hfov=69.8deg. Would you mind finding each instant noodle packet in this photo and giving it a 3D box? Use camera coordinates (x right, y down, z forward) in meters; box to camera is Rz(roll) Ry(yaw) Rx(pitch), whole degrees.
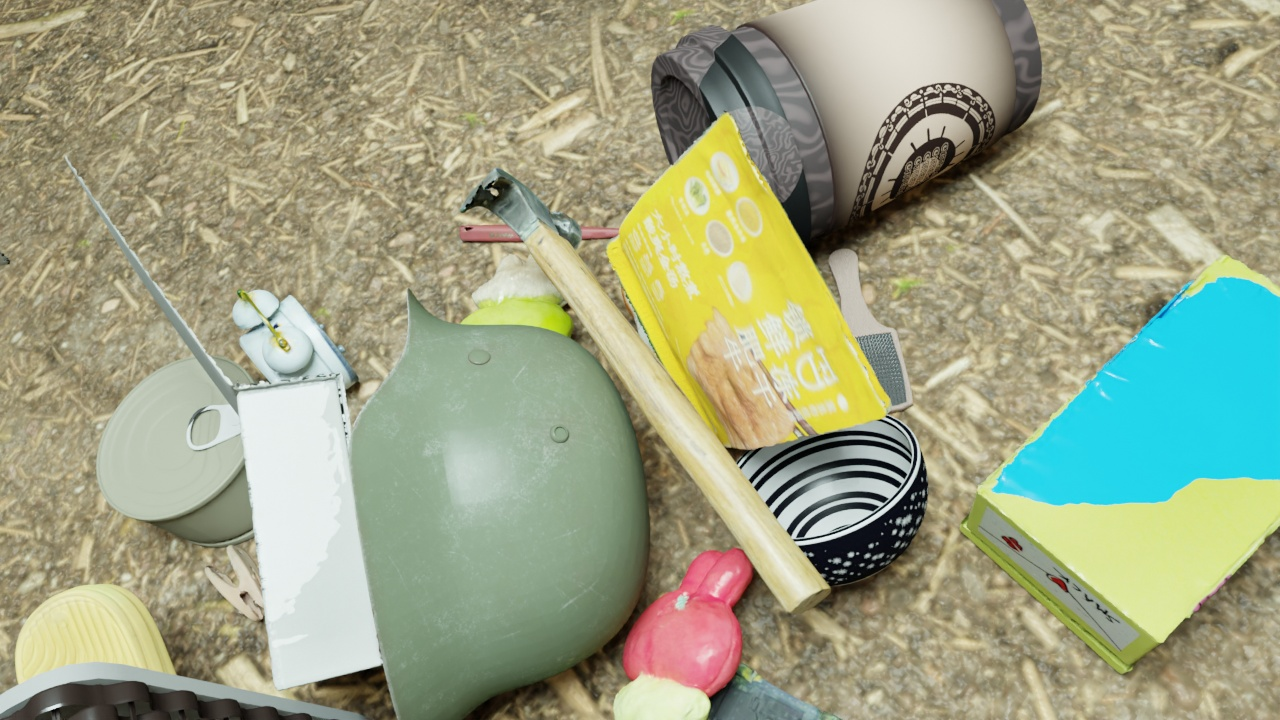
[{"bbox_3d":[0.062,-0.036,0.525,0.084,0.222,0.163,-26,89,-10],"label":"instant noodle packet"}]

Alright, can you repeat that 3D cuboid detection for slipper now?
[{"bbox_3d":[-0.293,0.259,0.567,0.099,0.078,0.263,-31,80,-2],"label":"slipper"}]

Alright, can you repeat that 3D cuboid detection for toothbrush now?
[{"bbox_3d":[-0.059,-0.106,0.741,0.190,0.016,0.016,2,64,16],"label":"toothbrush"}]

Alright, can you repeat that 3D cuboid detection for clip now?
[{"bbox_3d":[-0.279,0.155,0.656,0.061,0.025,0.045,34,76,20],"label":"clip"}]

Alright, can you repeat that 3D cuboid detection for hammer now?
[{"bbox_3d":[-0.003,0.003,0.532,0.033,0.132,0.330,-41,62,9],"label":"hammer"}]

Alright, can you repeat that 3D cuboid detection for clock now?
[{"bbox_3d":[-0.261,-0.011,0.686,0.057,0.118,0.083,-40,60,-16],"label":"clock"}]

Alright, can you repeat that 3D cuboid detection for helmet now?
[{"bbox_3d":[-0.075,0.077,0.550,0.153,0.227,0.267,-10,69,-10],"label":"helmet"}]

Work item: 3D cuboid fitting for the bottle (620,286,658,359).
[{"bbox_3d":[0.018,-0.049,0.663,0.063,0.063,0.109,-8,70,10],"label":"bottle"}]

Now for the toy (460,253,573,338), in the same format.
[{"bbox_3d":[-0.094,-0.034,0.697,0.092,0.043,0.117,-6,58,14],"label":"toy"}]

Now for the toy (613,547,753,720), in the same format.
[{"bbox_3d":[0.026,0.168,0.540,0.092,0.045,0.134,-21,32,50],"label":"toy"}]

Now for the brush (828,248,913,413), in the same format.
[{"bbox_3d":[0.152,-0.025,0.641,0.050,0.015,0.135,-10,60,9],"label":"brush"}]

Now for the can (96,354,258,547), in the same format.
[{"bbox_3d":[-0.322,0.069,0.683,0.128,0.073,0.127,-6,61,11],"label":"can"}]

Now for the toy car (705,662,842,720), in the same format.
[{"bbox_3d":[0.077,0.212,0.523,0.105,0.033,0.048,19,69,38],"label":"toy car"}]

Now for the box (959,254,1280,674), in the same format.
[{"bbox_3d":[0.307,0.054,0.525,0.220,0.079,0.124,-41,61,-12],"label":"box"}]

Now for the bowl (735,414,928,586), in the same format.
[{"bbox_3d":[0.116,0.092,0.551,0.120,0.066,0.120,-21,26,10],"label":"bowl"}]

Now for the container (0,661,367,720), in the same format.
[{"bbox_3d":[-0.215,0.300,0.366,0.247,0.246,0.243,-32,58,1],"label":"container"}]

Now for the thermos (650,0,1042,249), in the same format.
[{"bbox_3d":[0.143,-0.178,0.645,0.226,0.173,0.172,-24,59,-7],"label":"thermos"}]

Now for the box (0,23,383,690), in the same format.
[{"bbox_3d":[-0.250,0.001,0.564,0.108,0.166,0.418,-23,80,-22],"label":"box"}]
